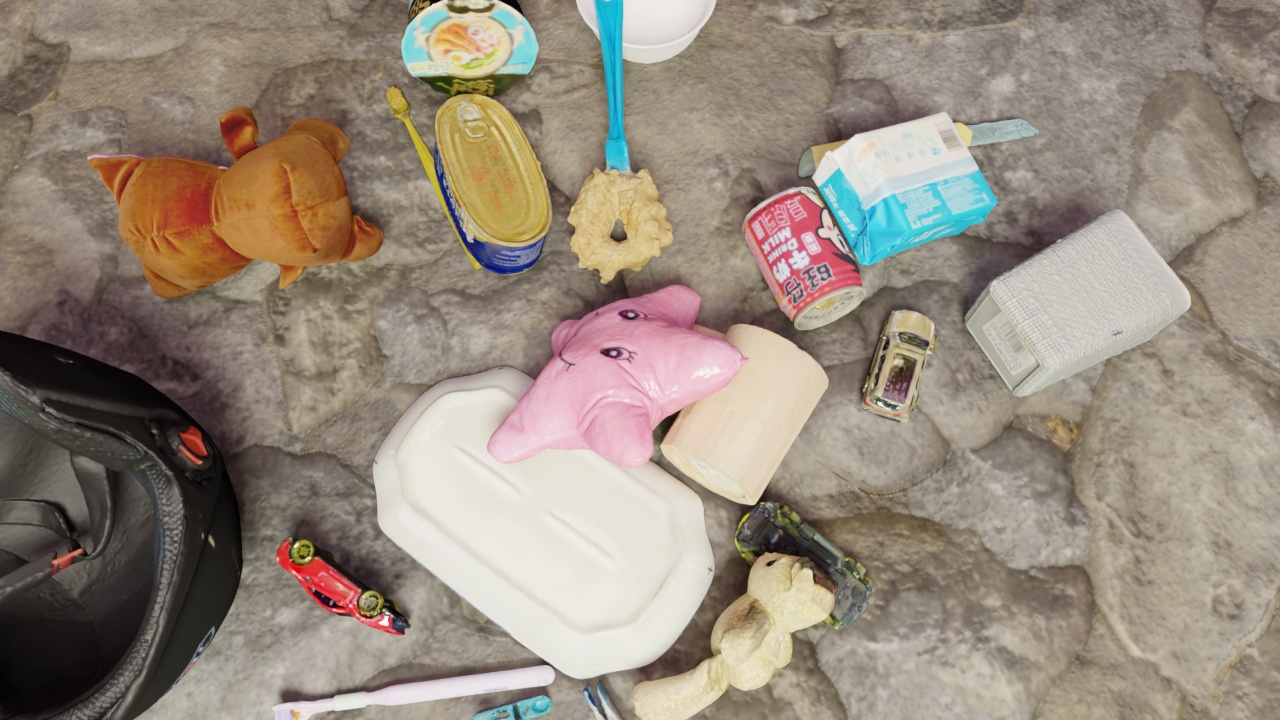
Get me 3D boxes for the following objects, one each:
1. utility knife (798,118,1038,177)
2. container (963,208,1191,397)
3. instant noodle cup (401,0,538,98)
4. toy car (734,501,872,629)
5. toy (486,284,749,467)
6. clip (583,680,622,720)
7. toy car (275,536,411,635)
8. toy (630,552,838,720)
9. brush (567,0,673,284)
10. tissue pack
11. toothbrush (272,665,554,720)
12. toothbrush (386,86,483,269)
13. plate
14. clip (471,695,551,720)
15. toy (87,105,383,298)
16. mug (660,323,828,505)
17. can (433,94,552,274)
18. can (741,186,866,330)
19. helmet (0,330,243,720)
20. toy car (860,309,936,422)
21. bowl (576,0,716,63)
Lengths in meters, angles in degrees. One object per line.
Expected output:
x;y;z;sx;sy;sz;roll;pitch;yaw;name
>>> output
0.233;-0.183;0.774;0.207;0.021;0.031;-11;74;4;utility knife
0.316;-0.038;0.683;0.114;0.090;0.090;-27;71;-5;container
-0.150;-0.306;0.785;0.111;0.111;0.120;-10;62;-3;instant noodle cup
0.114;0.144;0.647;0.105;0.032;0.048;38;77;2;toy car
-0.004;0.004;0.645;0.179;0.075;0.194;-5;36;27;toy
-0.019;0.243;0.615;0.033;0.025;0.057;-27;76;-4;clip
-0.206;0.160;0.635;0.106;0.049;0.031;31;73;11;toy car
0.060;0.186;0.602;0.157;0.105;0.066;-41;52;5;toy
-0.021;-0.188;0.732;0.083;0.046;0.254;-4;86;10;brush
0.206;-0.132;0.713;0.139;0.063;0.090;-21;80;-31;tissue pack
-0.152;0.228;0.625;0.189;0.029;0.021;-8;32;-3;toothbrush
-0.172;-0.156;0.770;0.015;0.017;0.190;-27;71;-8;toothbrush
-0.073;0.108;0.661;0.266;0.034;0.161;35;74;13;plate
-0.087;0.239;0.620;0.056;0.040;0.014;-10;70;-11;clip
-0.311;-0.117;0.707;0.200;0.130;0.140;-12;108;8;toy
0.058;0.033;0.670;0.125;0.084;0.103;22;71;34;mug
-0.121;-0.142;0.739;0.074;0.049;0.148;-17;70;-22;can
0.127;-0.078;0.710;0.066;0.066;0.093;-21;71;-7;can
-0.362;0.114;0.560;0.275;0.230;0.233;38;89;15;helmet
0.198;0.001;0.697;0.042;0.035;0.090;20;69;7;toy car
0.005;-0.298;0.796;0.118;0.065;0.118;0;69;1;bowl
